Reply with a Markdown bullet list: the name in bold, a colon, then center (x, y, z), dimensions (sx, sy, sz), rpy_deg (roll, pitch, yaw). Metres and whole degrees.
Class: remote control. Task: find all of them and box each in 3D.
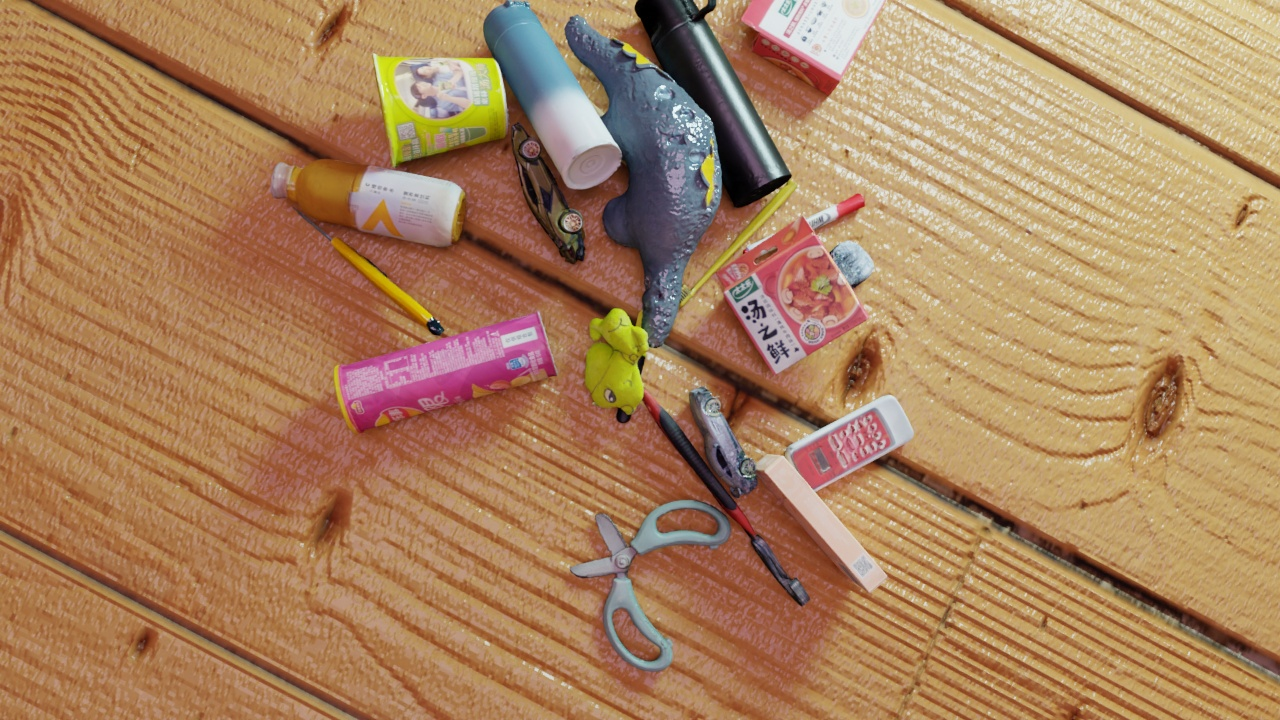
- **remote control**: center (0.221, 0.088, 0.970), dimensions (0.136, 0.020, 0.056), rpy_deg (-26, 86, -6)

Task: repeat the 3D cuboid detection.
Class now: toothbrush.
- **toothbrush**: center (0.100, -0.126, 0.985), dimensions (0.190, 0.016, 0.016), rpy_deg (-46, 104, -7)

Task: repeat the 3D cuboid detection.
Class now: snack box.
- **snack box**: center (0.185, -0.375, 1.004), dimensions (0.127, 0.044, 0.113), rpy_deg (31, 83, -2)
- **snack box**: center (0.154, -0.068, 0.949), dimensions (0.113, 0.044, 0.127), rpy_deg (-33, 88, 17)
- **snack box**: center (0.178, 0.161, 0.927), dimensions (0.026, 0.084, 0.157), rpy_deg (-40, 88, -4)

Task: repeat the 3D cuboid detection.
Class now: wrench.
- **wrench**: center (0.083, 0.138, 0.942), dimensions (0.016, 0.056, 0.273), rpy_deg (-37, 84, -10)

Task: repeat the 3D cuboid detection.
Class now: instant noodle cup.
- **instant noodle cup**: center (-0.201, -0.260, 0.937), dimensions (0.123, 0.112, 0.111), rpy_deg (-10, 85, -13)

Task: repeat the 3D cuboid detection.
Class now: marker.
- **marker**: center (0.177, -0.144, 0.993), dimensions (0.145, 0.017, 0.017), rpy_deg (-26, 86, -7)
- **marker**: center (-0.006, 0.006, 0.964), dimensions (0.018, 0.015, 0.124), rpy_deg (13, 83, 1)

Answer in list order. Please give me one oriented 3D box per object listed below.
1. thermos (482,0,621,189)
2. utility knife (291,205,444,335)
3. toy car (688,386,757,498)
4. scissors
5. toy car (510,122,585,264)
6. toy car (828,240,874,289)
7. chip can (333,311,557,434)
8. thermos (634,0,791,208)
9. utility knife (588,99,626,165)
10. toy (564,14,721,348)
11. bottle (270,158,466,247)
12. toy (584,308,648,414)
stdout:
- **thermos**: center (-0.095, -0.274, 0.933), dimensions (0.070, 0.070, 0.220), rpy_deg (-27, 67, -7)
- **utility knife**: center (-0.280, -0.095, 0.938), dimensions (0.216, 0.033, 0.015), rpy_deg (40, 72, 8)
- **toy car**: center (0.081, 0.084, 0.943), dimensions (0.036, 0.054, 0.120), rpy_deg (-26, 86, -9)
- **scissors**: center (0.023, 0.221, 0.937), dimensions (0.170, 0.019, 0.171), rpy_deg (-24, 84, 1)
- **toy car**: center (-0.099, -0.172, 0.950), dimensions (0.042, 0.070, 0.158), rpy_deg (-27, 84, -4)
- **toy car**: center (0.203, -0.083, 0.982), dimensions (0.105, 0.031, 0.049), rpy_deg (-44, 87, -6)
- **chip can**: center (-0.193, 0.012, 0.922), dimensions (0.210, 0.071, 0.071), rpy_deg (-16, 85, -6)
- **thermos**: center (0.080, -0.288, 0.965), dimensions (0.068, 0.090, 0.242), rpy_deg (-25, 87, -39)
- **utility knife**: center (-0.042, -0.254, 0.987), dimensions (0.204, 0.021, 0.031), rpy_deg (43, 81, -6)
- **toy**: center (0.014, -0.194, 0.940), dimensions (0.138, 0.091, 0.356), rpy_deg (-12, 89, 15)
- **bottle**: center (-0.276, -0.164, 0.935), dimensions (0.189, 0.068, 0.068), rpy_deg (11, 83, -3)
- **toy**: center (-0.026, 0.002, 0.942), dimensions (0.096, 0.031, 0.100), rpy_deg (45, 117, 21)
